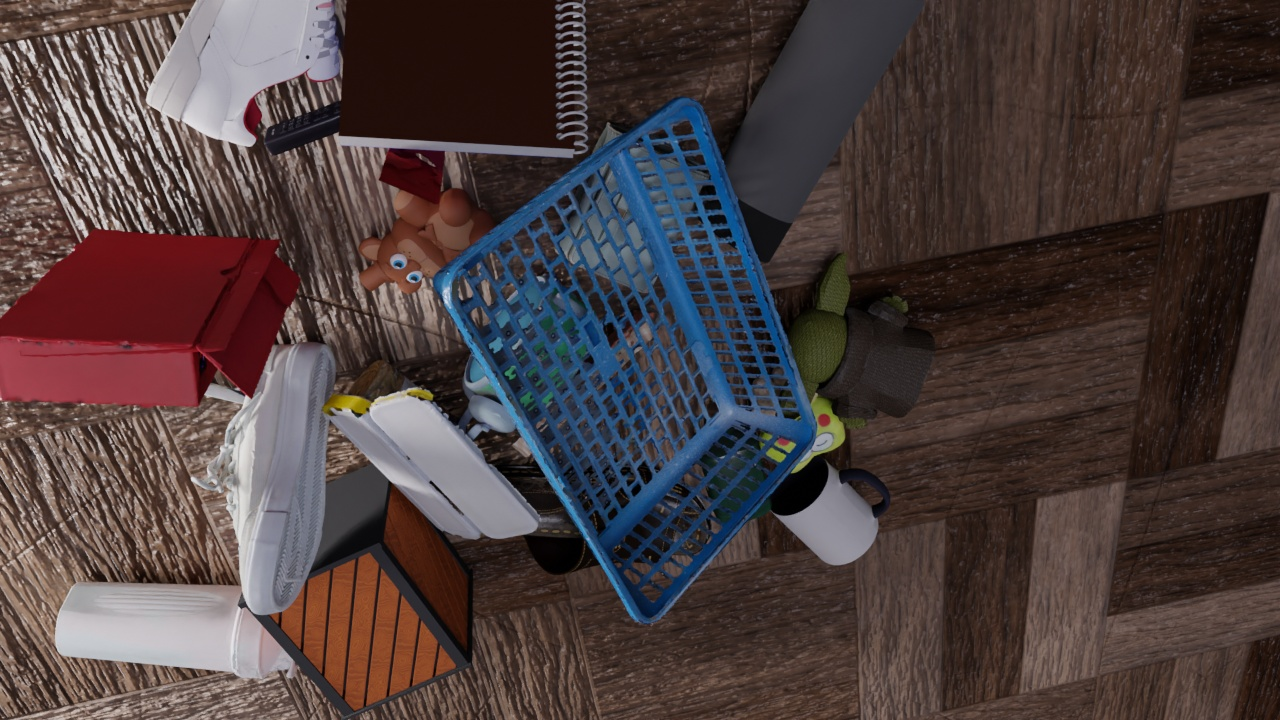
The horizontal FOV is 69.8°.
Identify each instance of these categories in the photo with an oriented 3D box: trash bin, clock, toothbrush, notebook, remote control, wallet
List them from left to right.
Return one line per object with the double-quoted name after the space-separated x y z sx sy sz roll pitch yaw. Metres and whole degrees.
-0.341 0.040 0.867 0.189 0.016 0.017 16 104 -17 "toothbrush"
-0.239 -0.201 0.746 0.136 0.032 0.015 -20 130 1 "remote control"
-0.268 0.222 0.904 0.140 0.139 0.172 -24 119 3 "trash bin"
-0.125 -0.250 0.669 0.171 0.022 0.209 1 75 -10 "notebook"
-0.108 0.006 0.821 0.075 0.122 0.161 37 95 -23 "clock"
-0.010 -0.132 0.807 0.100 0.054 0.132 22 117 -9 "wallet"

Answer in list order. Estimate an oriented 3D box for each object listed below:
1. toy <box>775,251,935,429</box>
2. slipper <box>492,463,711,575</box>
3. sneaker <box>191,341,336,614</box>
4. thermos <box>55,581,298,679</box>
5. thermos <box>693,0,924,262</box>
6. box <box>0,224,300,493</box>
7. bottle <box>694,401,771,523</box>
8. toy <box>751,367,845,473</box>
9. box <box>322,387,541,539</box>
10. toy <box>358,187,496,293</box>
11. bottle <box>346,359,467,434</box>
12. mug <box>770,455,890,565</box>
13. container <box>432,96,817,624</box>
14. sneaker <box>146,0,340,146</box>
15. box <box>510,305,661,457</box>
0.212 -0.002 0.898 0.152 0.078 0.179 17 97 -11 "toy"
-0.050 0.166 0.947 0.267 0.075 0.113 10 116 -14 "slipper"
-0.330 0.098 0.800 0.091 0.241 0.090 -1 158 1 "sneaker"
-0.457 0.265 0.925 0.220 0.099 0.099 6 116 -9 "thermos"
0.135 -0.206 0.776 0.082 0.082 0.241 22 112 -20 "thermos"
-0.376 -0.036 0.706 0.165 0.214 0.153 -37 118 12 "box"
0.091 0.099 0.943 0.061 0.061 0.131 -18 119 -3 "bottle"
0.157 0.058 0.943 0.092 0.046 0.115 -30 110 6 "toy"
-0.189 0.100 0.843 0.130 0.036 0.210 -7 134 29 "box"
-0.188 -0.098 0.791 0.128 0.065 0.095 -33 132 12 "toy"
-0.221 0.052 0.869 0.056 0.056 0.105 -41 117 12 "bottle"
0.208 0.153 0.975 0.112 0.078 0.097 -30 120 29 "mug"
-0.005 0.004 0.752 0.256 0.089 0.362 -42 125 -26 "container"
-0.263 -0.262 0.682 0.104 0.090 0.237 29 109 -31 "sneaker"
-0.052 0.019 0.875 0.187 0.082 0.042 -43 102 15 "box"
